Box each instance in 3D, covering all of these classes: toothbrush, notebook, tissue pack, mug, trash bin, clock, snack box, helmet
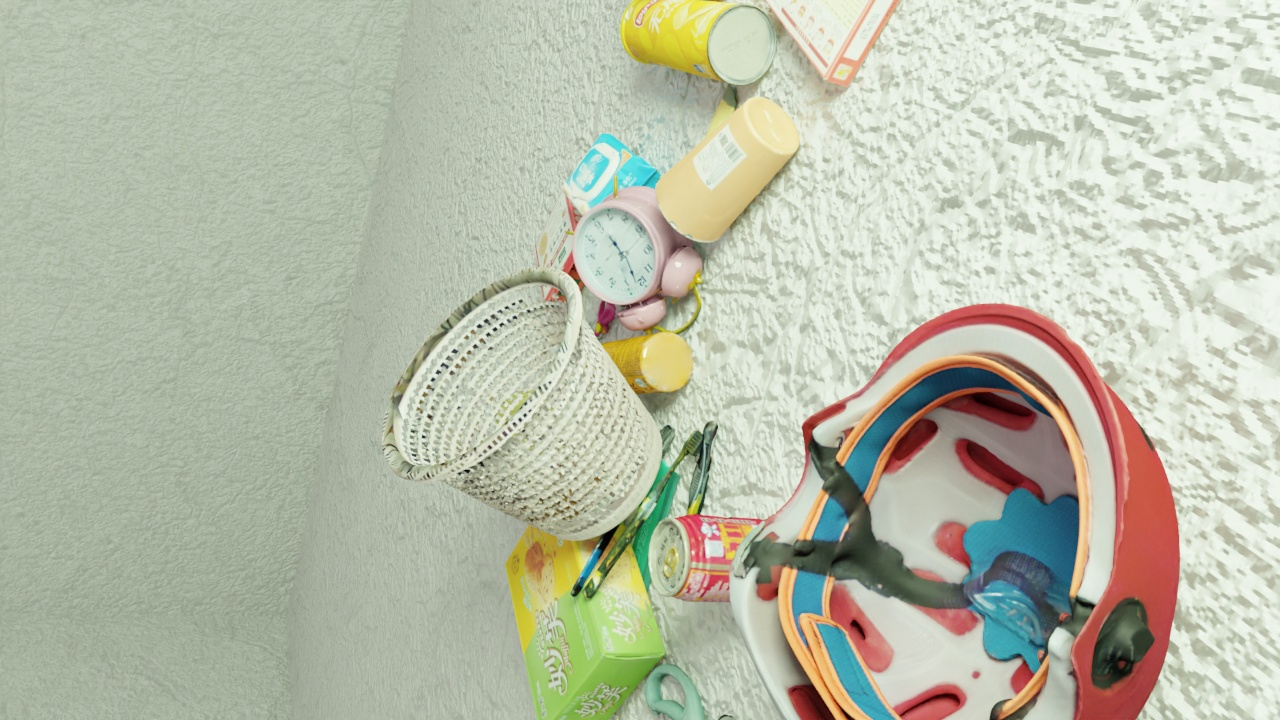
[{"bbox_3d":[0.004,0.144,0.847,0.186,0.012,0.017,-55,42,0],"label":"toothbrush"},{"bbox_3d":[-0.020,0.184,0.966,0.150,0.012,0.209,38,117,59],"label":"notebook"},{"bbox_3d":[-0.031,-0.191,1.008,0.090,0.063,0.140,-51,32,10],"label":"tissue pack"},{"bbox_3d":[0.077,-0.168,0.801,0.123,0.078,0.078,-41,47,48],"label":"mug"},{"bbox_3d":[-0.016,0.142,0.879,0.016,0.014,0.189,12,66,49],"label":"toothbrush"},{"bbox_3d":[-0.091,0.059,0.850,0.228,0.192,0.227,-27,38,23],"label":"trash bin"},{"bbox_3d":[0.000,-0.095,0.906,0.158,0.059,0.117,51,126,5],"label":"clock"},{"bbox_3d":[0.149,-0.295,0.741,0.077,0.027,0.155,-60,34,37],"label":"snack box"},{"bbox_3d":[0.172,0.104,0.463,0.240,0.143,0.207,-62,30,9],"label":"helmet"},{"bbox_3d":[-0.065,0.249,0.942,0.158,0.070,0.209,-58,36,34],"label":"snack box"},{"bbox_3d":[-0.088,-0.137,1.150,0.113,0.044,0.127,-55,36,41],"label":"snack box"}]

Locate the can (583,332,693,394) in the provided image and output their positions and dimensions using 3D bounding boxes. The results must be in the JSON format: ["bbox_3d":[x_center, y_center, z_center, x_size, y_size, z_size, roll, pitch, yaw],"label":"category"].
[{"bbox_3d":[-0.006,0.005,0.932,0.146,0.058,0.058,-7,76,63],"label":"can"}]

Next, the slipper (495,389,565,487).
[{"bbox_3d":[-0.114,0.120,1.111,0.190,0.091,0.082,62,177,36],"label":"slipper"}]

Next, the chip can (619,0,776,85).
[{"bbox_3d":[0.051,-0.316,0.895,0.213,0.072,0.072,44,122,57],"label":"chip can"}]

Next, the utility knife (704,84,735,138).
[{"bbox_3d":[0.049,-0.171,0.916,0.214,0.022,0.031,-61,32,23],"label":"utility knife"}]

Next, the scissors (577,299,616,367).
[{"bbox_3d":[-0.053,-0.016,1.083,0.134,0.017,0.135,122,143,-48],"label":"scissors"}]

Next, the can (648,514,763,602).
[{"bbox_3d":[0.060,0.155,0.718,0.067,0.093,0.066,-28,59,59],"label":"can"}]

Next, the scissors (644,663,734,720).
[{"bbox_3d":[0.037,0.358,0.796,0.170,0.019,0.179,21,101,62],"label":"scissors"}]

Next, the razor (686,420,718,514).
[{"bbox_3d":[0.049,0.122,0.835,0.042,0.022,0.143,-14,-58,-71],"label":"razor"}]
